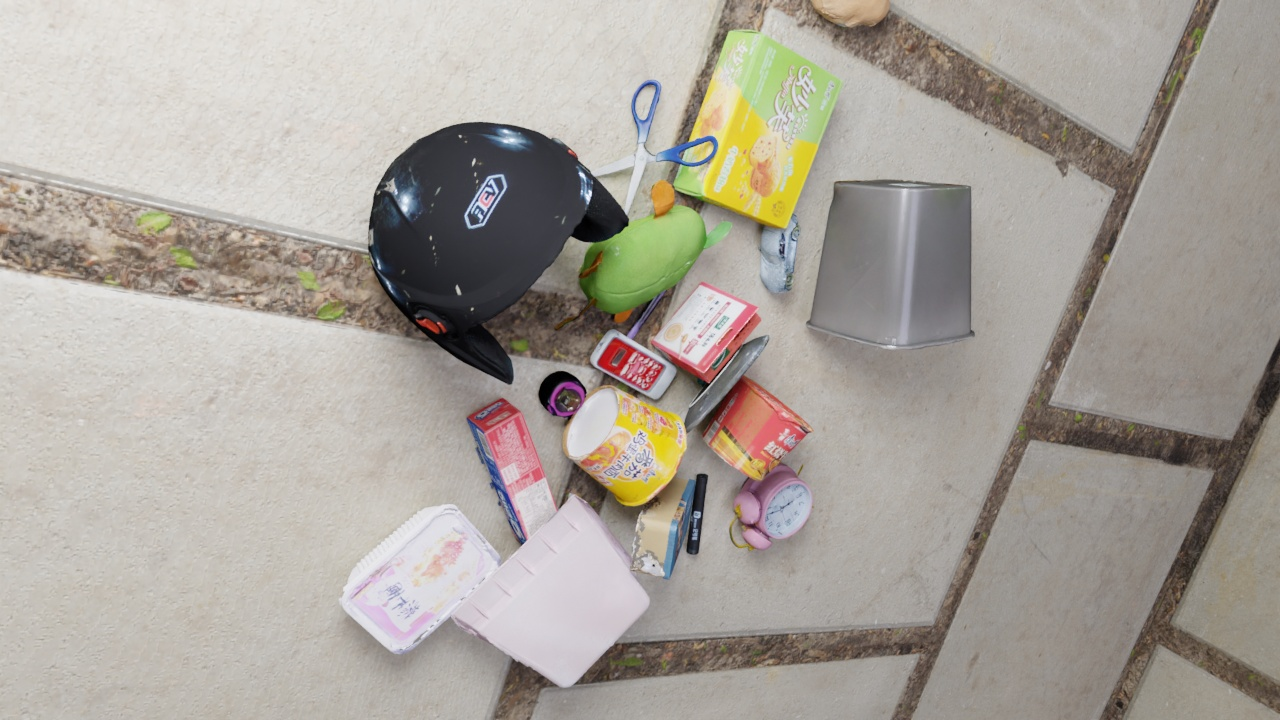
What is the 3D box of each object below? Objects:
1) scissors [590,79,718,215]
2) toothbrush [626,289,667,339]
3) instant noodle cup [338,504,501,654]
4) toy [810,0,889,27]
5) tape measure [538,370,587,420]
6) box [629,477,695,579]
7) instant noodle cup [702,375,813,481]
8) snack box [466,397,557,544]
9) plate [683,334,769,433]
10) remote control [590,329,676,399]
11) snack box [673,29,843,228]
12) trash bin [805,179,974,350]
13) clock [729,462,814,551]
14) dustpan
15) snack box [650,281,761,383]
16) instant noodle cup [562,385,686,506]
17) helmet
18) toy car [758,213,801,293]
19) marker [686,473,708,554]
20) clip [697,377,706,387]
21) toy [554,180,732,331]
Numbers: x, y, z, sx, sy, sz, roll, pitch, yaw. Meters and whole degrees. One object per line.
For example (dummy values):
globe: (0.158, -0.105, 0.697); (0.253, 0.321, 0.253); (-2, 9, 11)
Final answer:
scissors: (0.011, -0.254, 1.102); (0.176, 0.012, 0.162); (-6, 95, -4)
toothbrush: (0.024, -0.088, 1.217); (0.014, 0.017, 0.189); (34, 92, -36)
instant noodle cup: (-0.274, 0.259, 1.129); (0.173, 0.060, 0.138); (-40, 127, -13)
toy: (0.280, -0.540, 1.157); (0.143, 0.082, 0.226); (3, 105, -41)
tape measure: (-0.099, 0.044, 1.169); (0.058, 0.039, 0.057); (36, 88, -39)
box: (0.034, 0.225, 1.274); (0.184, 0.059, 0.090); (-50, 150, -68)
instant noodle cup: (0.161, 0.099, 1.321); (0.138, 0.138, 0.108); (31, 99, -39)
snack box: (-0.156, 0.150, 1.165); (0.058, 0.057, 0.208); (-30, 124, -24)
plate: (0.109, 0.027, 1.240); (0.024, 0.179, 0.179); (42, 82, 0)
remote control: (-0.007, 0.007, 1.224); (0.136, 0.020, 0.056); (31, 94, -41)
snack box: (0.151, -0.292, 1.176); (0.157, 0.070, 0.210); (13, 102, -37)
trash bin: (0.367, -0.145, 1.321); (0.198, 0.199, 0.220); (-8, 107, -33)
clock: (0.201, 0.235, 1.446); (0.158, 0.060, 0.117); (-31, 124, -18)
dustpan: (-0.113, 0.321, 1.260); (0.222, 0.139, 0.273); (-41, 113, -9)
snack box: (0.093, -0.035, 1.211); (0.113, 0.127, 0.044); (-49, 128, -6)
instant noodle cup: (-0.026, 0.103, 1.192); (0.109, 0.138, 0.138); (36, 88, -31)
helmet: (-0.155, -0.125, 0.917); (0.230, 0.275, 0.233); (36, 76, -13)
toy car: (0.190, -0.152, 1.274); (0.036, 0.054, 0.121); (-16, 119, -32)
marker: (0.086, 0.233, 1.393); (0.022, 0.020, 0.132); (-27, 127, -58)
clip: (0.094, 0.012, 1.300); (0.013, 0.038, 0.056); (-2, 117, -32)
toy: (-0.004, -0.122, 1.118); (0.246, 0.090, 0.228); (-30, 156, -37)
